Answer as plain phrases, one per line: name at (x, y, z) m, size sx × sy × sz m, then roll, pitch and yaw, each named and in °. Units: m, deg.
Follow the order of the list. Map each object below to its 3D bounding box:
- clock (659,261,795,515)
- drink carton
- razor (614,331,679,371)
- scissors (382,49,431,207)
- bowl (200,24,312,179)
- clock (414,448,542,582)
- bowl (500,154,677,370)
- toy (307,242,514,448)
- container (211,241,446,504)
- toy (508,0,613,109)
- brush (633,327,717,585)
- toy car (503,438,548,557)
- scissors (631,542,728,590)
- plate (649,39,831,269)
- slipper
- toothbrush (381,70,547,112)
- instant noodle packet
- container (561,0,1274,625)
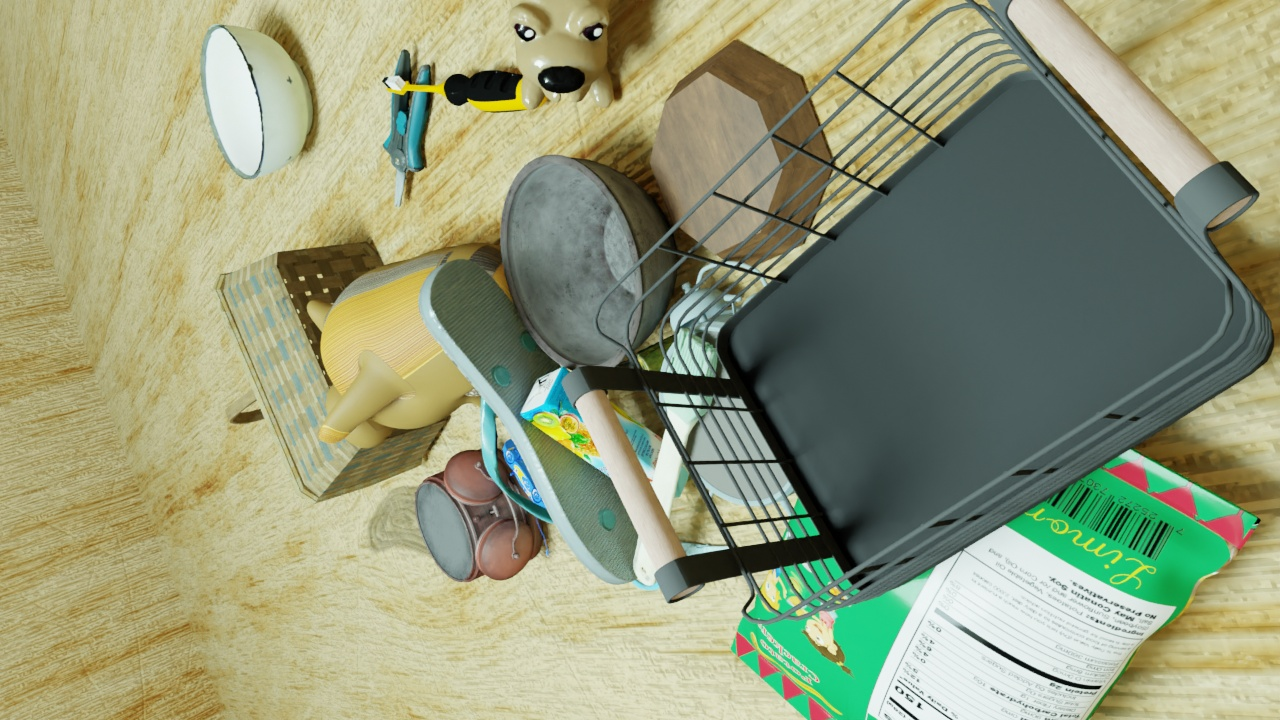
clock at (0.065, 0.017, 0.568) m, size 0.123 × 0.045 × 0.159 m, roll 8°, pitch 113°, yaw 48°
drink carton at (-0.021, 0.055, 0.642) m, size 0.129 × 0.038 × 0.044 m, roll 37°, pitch 146°, yaw -22°
razor at (-0.004, 0.004, 0.657) m, size 0.106 × 0.042 × 0.026 m, roll -14°, pitch 103°, yaw 61°
scissors at (-0.210, -0.205, 0.812) m, size 0.130 × 0.019 × 0.137 m, roll -9°, pitch 104°, yaw 45°
bowl at (-0.395, -0.271, 0.959) m, size 0.153 × 0.072 × 0.153 m, roll 23°, pitch 122°, yaw 41°
clock at (-0.148, 0.143, 0.849) m, size 0.158 × 0.072 × 0.120 m, roll -27°, pitch 85°, yaw 52°
bowl at (-0.026, -0.069, 0.619) m, size 0.145 × 0.067 × 0.145 m, roll 23°, pitch 122°, yaw 42°
toy at (-0.160, -0.019, 0.751) m, size 0.204 × 0.198 × 0.162 m, roll -23°, pitch 117°, yaw 33°
container at (-0.328, 0.015, 0.945) m, size 0.187 × 0.157 × 0.250 m, roll -30°, pitch 82°, yaw 40°
toy at (-0.048, -0.207, 0.567) m, size 0.108 × 0.134 × 0.105 m, roll 101°, pitch 167°, yaw -81°
brush at (0.018, 0.074, 0.605) m, size 0.033 × 0.012 × 0.218 m, roll 38°, pitch 134°, yaw 32°
toy car at (-0.095, 0.119, 0.805) m, size 0.092 × 0.033 × 0.062 m, roll 51°, pitch 131°, yaw 22°
scissors at (0.027, 0.143, 0.698) m, size 0.139 × 0.015 × 0.063 m, roll -20°, pitch 87°, yaw 45°
plate at (0.050, -0.117, 0.543) m, size 0.131 × 0.025 × 0.131 m, roll 23°, pitch 122°, yaw 42°
slipper at (-0.077, 0.047, 0.671) m, size 0.055 × 0.098 × 0.269 m, roll -19°, pitch 108°, yaw 37°
toothbrush at (-0.141, -0.211, 0.716) m, size 0.197 × 0.031 × 0.031 m, roll 16°, pitch 160°, yaw 40°
instant noodle packet at (0.151, 0.124, 0.476) m, size 0.195 × 0.090 × 0.253 m, roll 36°, pitch 125°, yaw 35°
container at (0.104, -0.013, 0.376) m, size 0.242 × 0.130 × 0.162 m, roll -42°, pitch 62°, yaw 28°
